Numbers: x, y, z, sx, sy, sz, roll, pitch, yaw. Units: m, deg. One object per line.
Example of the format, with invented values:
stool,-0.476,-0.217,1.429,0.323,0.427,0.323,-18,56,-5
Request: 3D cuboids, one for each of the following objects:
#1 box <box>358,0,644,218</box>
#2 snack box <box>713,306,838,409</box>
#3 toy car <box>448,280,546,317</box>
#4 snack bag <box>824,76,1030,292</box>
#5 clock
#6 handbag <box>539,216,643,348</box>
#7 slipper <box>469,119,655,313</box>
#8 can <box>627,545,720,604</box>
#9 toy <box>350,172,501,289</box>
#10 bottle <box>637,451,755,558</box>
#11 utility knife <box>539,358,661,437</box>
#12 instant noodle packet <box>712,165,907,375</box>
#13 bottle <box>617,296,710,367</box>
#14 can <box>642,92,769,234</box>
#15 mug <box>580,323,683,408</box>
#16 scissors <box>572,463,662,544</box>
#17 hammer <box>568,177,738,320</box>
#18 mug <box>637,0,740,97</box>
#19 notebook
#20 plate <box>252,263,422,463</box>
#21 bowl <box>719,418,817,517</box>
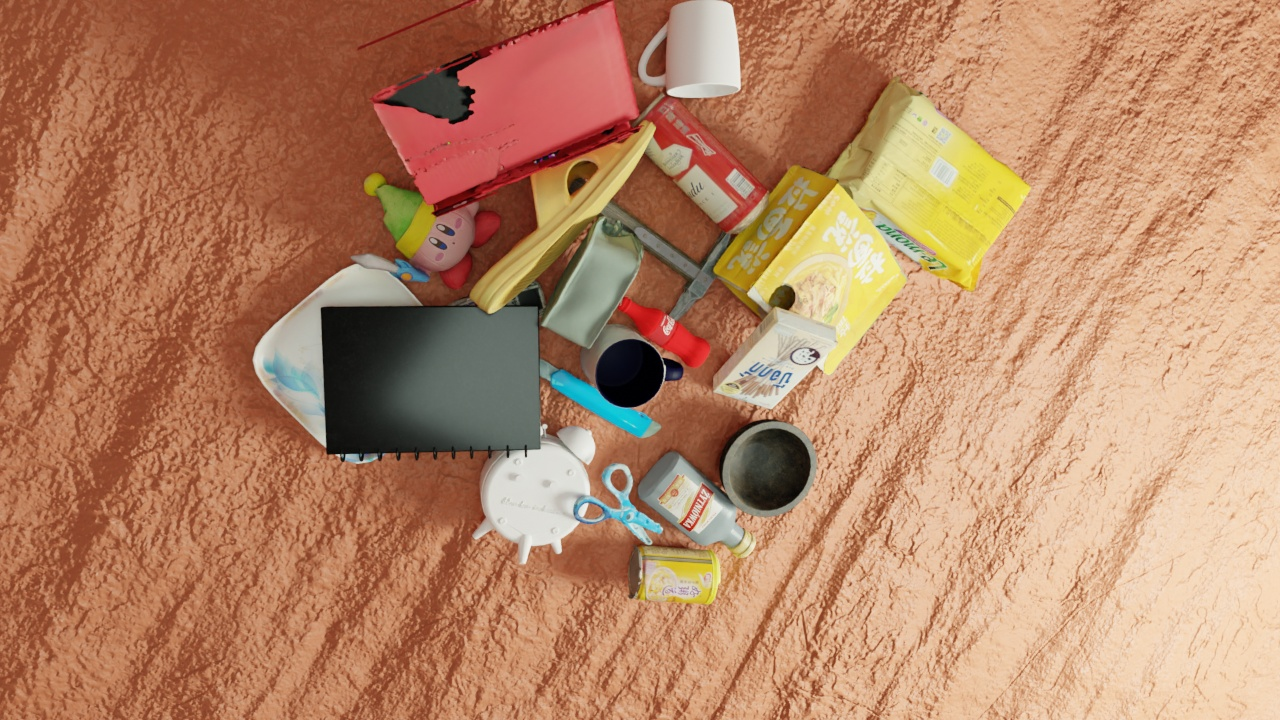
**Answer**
box,-0.110,-0.212,0.836,0.211,0.315,0.124,-23,95,-3
snack box,0.155,0.001,1.074,0.082,0.026,0.150,17,141,-18
toy car,-0.162,-0.056,1.029,0.112,0.040,0.048,-18,104,-8
snack bag,0.351,-0.208,1.100,0.247,0.068,0.159,31,92,-18
clock,-0.121,0.149,1.066,0.125,0.073,0.161,14,99,-16
handbag,-0.050,-0.085,0.998,0.067,0.106,0.122,27,113,-13
slipper,-0.092,-0.164,0.966,0.078,0.099,0.263,43,89,2
can,0.040,0.264,1.131,0.105,0.067,0.068,7,100,-14
toy,-0.236,-0.141,0.984,0.131,0.097,0.124,28,101,-36
bottle,0.076,0.186,1.134,0.161,0.046,0.072,41,92,-18
utility knife,-0.065,0.038,1.085,0.209,0.015,0.031,33,92,-21
instant noodle packet,0.218,-0.096,1.090,0.221,0.084,0.163,38,89,-35
bottle,0.025,-0.035,1.061,0.119,0.036,0.036,33,93,-18
can,0.066,-0.218,1.022,0.170,0.067,0.067,43,90,-9
mug,-0.006,0.006,1.048,0.112,0.097,0.079,5,101,-14
scissors,-0.026,0.187,1.085,0.090,0.014,0.141,-40,127,-10
hammer,-0.045,-0.171,1.037,0.316,0.028,0.147,34,93,-17
mug,0.051,-0.338,1.005,0.114,0.080,0.087,0,96,19
notebook,-0.226,0.025,1.002,0.231,0.019,0.169,-1,96,-6
plate,-0.308,0.004,1.020,0.187,0.016,0.187,-41,108,-2
bowl,0.150,0.126,1.132,0.121,0.056,0.121,-3,103,-13
